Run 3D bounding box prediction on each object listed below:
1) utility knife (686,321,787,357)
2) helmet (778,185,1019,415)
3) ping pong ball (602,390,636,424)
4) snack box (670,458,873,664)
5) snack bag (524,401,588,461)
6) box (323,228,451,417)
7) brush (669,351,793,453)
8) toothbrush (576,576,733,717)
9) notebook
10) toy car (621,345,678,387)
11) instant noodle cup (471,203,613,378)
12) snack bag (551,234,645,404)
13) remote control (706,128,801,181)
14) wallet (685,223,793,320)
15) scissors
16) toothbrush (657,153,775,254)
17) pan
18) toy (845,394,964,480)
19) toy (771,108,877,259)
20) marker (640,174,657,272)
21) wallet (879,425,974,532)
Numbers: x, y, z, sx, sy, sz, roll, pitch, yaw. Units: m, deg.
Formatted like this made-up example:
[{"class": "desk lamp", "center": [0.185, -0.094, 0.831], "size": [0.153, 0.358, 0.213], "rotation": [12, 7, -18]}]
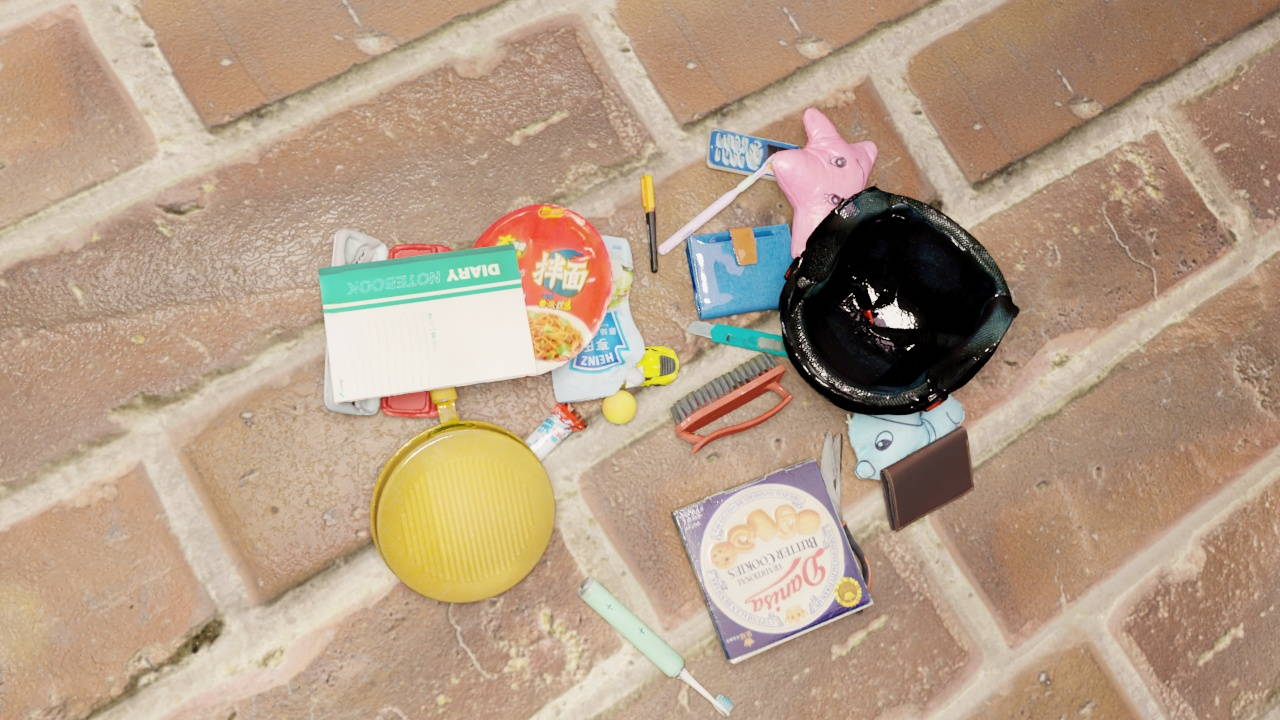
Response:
[{"class": "utility knife", "center": [0.143, -0.022, 1.123], "size": [0.179, 0.013, 0.029], "rotation": [11, 77, -8]}, {"class": "helmet", "center": [0.275, -0.050, 1.041], "size": [0.274, 0.230, 0.233], "rotation": [-41, 76, -15]}, {"class": "ping pong ball", "center": [-0.024, 0.054, 1.066], "size": [0.040, 0.040, 0.040], "rotation": [2, 80, -10]}, {"class": "snack box", "center": [0.150, 0.227, 1.056], "size": [0.177, 0.046, 0.182], "rotation": [-20, 80, -9]}, {"class": "snack bag", "center": [-0.111, 0.092, 1.052], "size": [0.104, 0.026, 0.048], "rotation": [-40, 81, -14]}, {"class": "box", "center": [-0.280, -0.038, 1.021], "size": [0.154, 0.074, 0.201], "rotation": [6, 79, -32]}, {"class": "brush", "center": [0.106, 0.053, 1.078], "size": [0.145, 0.063, 0.069], "rotation": [-27, 73, -12]}, {"class": "toothbrush", "center": [0.018, 0.326, 1.035], "size": [0.224, 0.027, 0.027], "rotation": [42, 54, -1]}, {"class": "notebook", "center": [-0.224, -0.041, 0.970], "size": [0.209, 0.012, 0.150], "rotation": [-9, 77, -12]}, {"class": "toy car", "center": [-0.006, 0.006, 1.082], "size": [0.105, 0.032, 0.048], "rotation": [-1, 81, -9]}, {"class": "instant noodle cup", "center": [-0.110, -0.074, 1.032], "size": [0.194, 0.066, 0.193], "rotation": [-4, 78, 20]}, {"class": "snack bag", "center": [-0.055, -0.049, 1.066], "size": [0.110, 0.039, 0.190], "rotation": [-6, 76, -4]}, {"class": "remote control", "center": [0.144, -0.256, 1.157], "size": [0.125, 0.024, 0.049], "rotation": [8, 79, -13]}, {"class": "wallet", "center": [0.127, -0.110, 1.124], "size": [0.133, 0.040, 0.106], "rotation": [-8, 86, -13]}, {"class": "scissors", "center": [0.242, 0.197, 1.104], "size": [0.192, 0.015, 0.206], "rotation": [42, 76, 0]}, {"class": "toothbrush", "center": [0.097, -0.189, 1.128], "size": [0.189, 0.021, 0.029], "rotation": [-38, 128, -5]}, {"class": "pan", "center": [-0.204, 0.085, 0.992], "size": [0.197, 0.078, 0.357], "rotation": [-11, 100, -19]}, {"class": "toy", "center": [0.319, 0.081, 1.119], "size": [0.156, 0.050, 0.161], "rotation": [26, 78, -12]}, {"class": "toy", "center": [0.221, -0.208, 1.127], "size": [0.178, 0.075, 0.194], "rotation": [15, 81, -33]}, {"class": "marker", "center": [0.012, -0.167, 1.121], "size": [0.015, 0.018, 0.123], "rotation": [-3, 82, -12]}, {"class": "wallet", "center": [0.349, 0.144, 1.109], "size": [0.122, 0.020, 0.096], "rotation": [-24, 119, -14]}]
